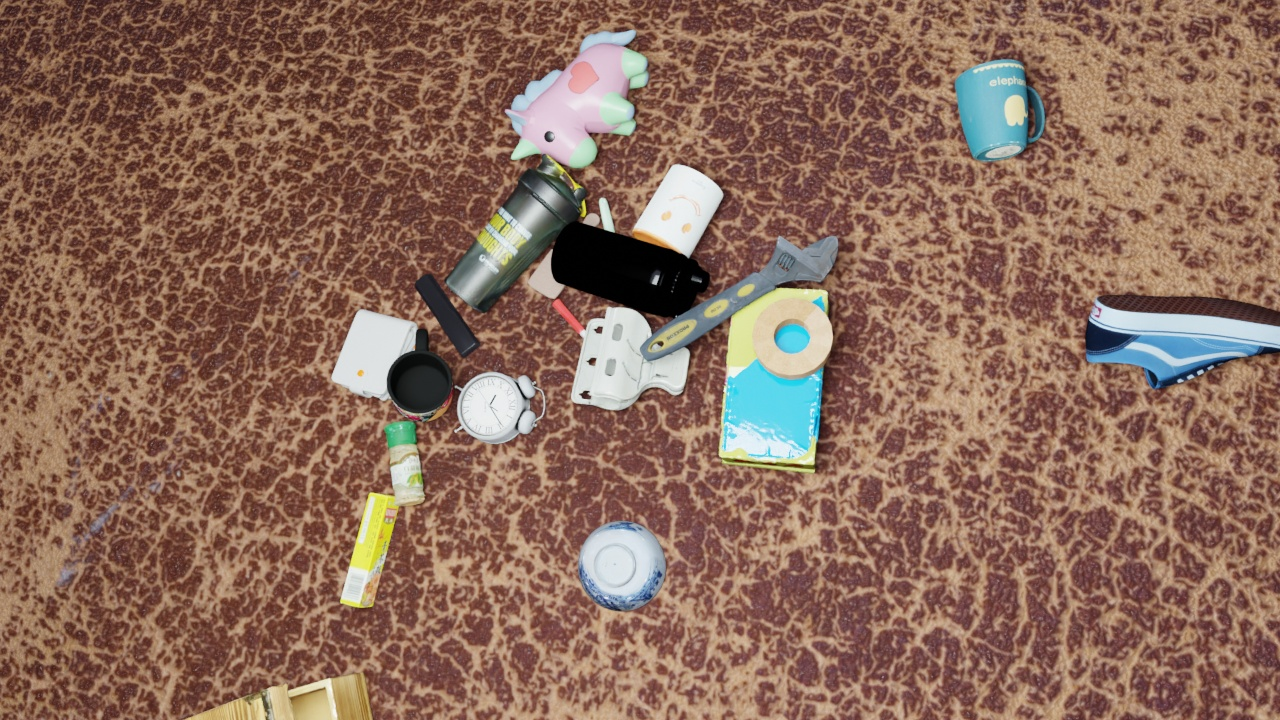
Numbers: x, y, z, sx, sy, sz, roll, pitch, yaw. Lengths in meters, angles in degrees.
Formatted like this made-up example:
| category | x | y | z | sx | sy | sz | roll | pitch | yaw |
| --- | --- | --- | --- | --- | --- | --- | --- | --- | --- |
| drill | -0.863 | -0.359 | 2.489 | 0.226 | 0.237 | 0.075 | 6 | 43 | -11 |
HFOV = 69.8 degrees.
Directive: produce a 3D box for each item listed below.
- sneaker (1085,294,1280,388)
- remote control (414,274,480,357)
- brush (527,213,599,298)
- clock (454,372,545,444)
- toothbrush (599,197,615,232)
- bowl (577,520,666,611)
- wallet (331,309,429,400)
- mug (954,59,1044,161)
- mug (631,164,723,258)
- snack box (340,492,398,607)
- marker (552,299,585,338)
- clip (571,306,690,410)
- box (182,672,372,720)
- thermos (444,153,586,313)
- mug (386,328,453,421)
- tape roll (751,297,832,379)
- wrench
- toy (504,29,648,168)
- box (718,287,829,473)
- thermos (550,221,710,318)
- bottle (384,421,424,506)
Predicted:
| category | x | y | z | sx | sy | sz | roll | pitch | yaw |
| --- | --- | --- | --- | --- | --- | --- | --- | --- | --- |
| sneaker | 0.634 | -0.017 | 1.055 | 0.241 | 0.083 | 0.098 | 4 | 116 | 5 |
| remote control | -0.273 | -0.065 | 1.283 | 0.032 | 0.015 | 0.136 | -38 | 72 | 2 |
| brush | -0.098 | -0.146 | 1.266 | 0.050 | 0.015 | 0.135 | 31 | 80 | 21 |
| clock | -0.186 | 0.062 | 1.224 | 0.123 | 0.035 | 0.094 | -5 | 77 | 12 |
| toothbrush | -0.036 | -0.152 | 1.251 | 0.022 | 0.015 | 0.154 | -11 | 75 | -11 |
| bowl | -0.029 | 0.255 | 1.140 | 0.114 | 0.045 | 0.114 | -3 | 77 | 12 |
| wallet | -0.357 | -0.004 | 1.278 | 0.115 | 0.037 | 0.118 | 14 | 77 | 15 |
| mug | 0.457 | -0.309 | 1.152 | 0.112 | 0.085 | 0.104 | -2 | 82 | -17 |
| mug | 0.049 | -0.191 | 1.207 | 0.082 | 0.082 | 0.105 | 28 | 83 | 17 |
| snack box | -0.357 | 0.251 | 1.216 | 0.029 | 0.040 | 0.148 | 10 | 80 | 13 |
| marker | -0.070 | -0.030 | 1.232 | 0.013 | 0.013 | 0.142 | -42 | 73 | 0 |
| clip | -0.012 | -0.001 | 1.169 | 0.152 | 0.101 | 0.126 | 4 | 69 | 18 |
| box | -0.457 | 0.548 | 1.096 | 0.251 | 0.192 | 0.279 | -20 | 75 | 9 |
| thermos | -0.168 | -0.168 | 1.248 | 0.098 | 0.098 | 0.221 | 41 | 92 | 18 |
| mug | -0.289 | 0.017 | 1.210 | 0.082 | 0.098 | 0.118 | 1 | 80 | -11 |
| tape roll | 0.180 | -0.026 | 1.089 | 0.094 | 0.027 | 0.094 | -2 | 77 | 11 |
| wrench | 0.119 | -0.076 | 1.116 | 0.273 | 0.022 | 0.073 | -32 | 80 | 4 |
| toy | -0.086 | -0.367 | 1.269 | 0.171 | 0.120 | 0.222 | 14 | 81 | 5 |
| box | 0.166 | 0.024 | 1.137 | 0.124 | 0.079 | 0.220 | 2 | 80 | 12 |
| thermos | -0.009 | -0.112 | 1.175 | 0.199 | 0.086 | 0.086 | 20 | 82 | 25 |
| bottle | -0.316 | 0.138 | 1.232 | 0.043 | 0.043 | 0.111 | -14 | 75 | 9 |
